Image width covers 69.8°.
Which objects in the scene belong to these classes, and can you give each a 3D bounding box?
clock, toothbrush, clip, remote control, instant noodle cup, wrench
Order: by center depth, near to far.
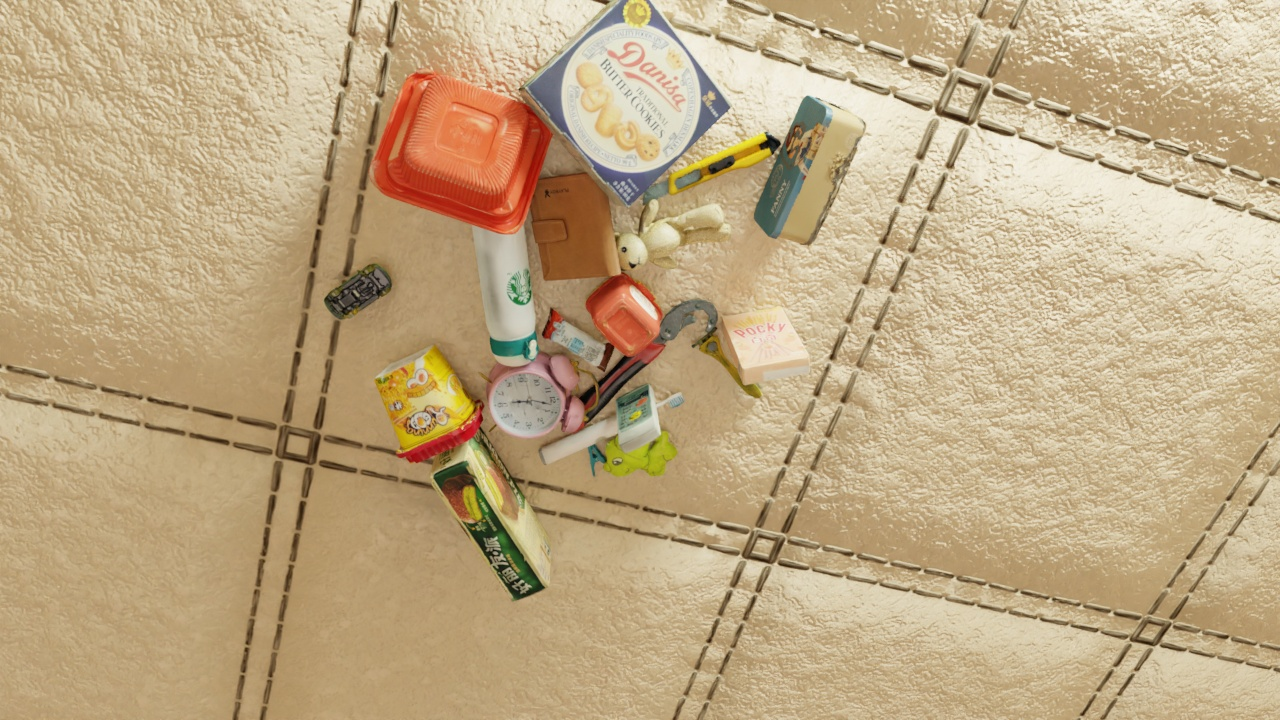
[{"bbox_3d":[-0.203,-0.249,1.058,0.188,0.079,0.164,17,78,-9],"label":"instant noodle cup"},{"bbox_3d":[-0.284,0.054,1.220,0.116,0.116,0.124,-24,103,7],"label":"instant noodle cup"},{"bbox_3d":[-0.005,0.075,1.230,0.056,0.135,0.019,-27,113,9],"label":"remote control"},{"bbox_3d":[-0.134,0.047,1.246,0.158,0.059,0.117,-7,112,0],"label":"clock"},{"bbox_3d":[-0.007,0.007,1.261,0.274,0.016,0.056,-39,96,15],"label":"wrench"},{"bbox_3d":[-0.041,0.094,1.297,0.221,0.026,0.026,-24,77,7],"label":"toothbrush"},{"bbox_3d":[-0.063,0.142,1.326,0.034,0.013,0.055,-23,115,6],"label":"clip"}]

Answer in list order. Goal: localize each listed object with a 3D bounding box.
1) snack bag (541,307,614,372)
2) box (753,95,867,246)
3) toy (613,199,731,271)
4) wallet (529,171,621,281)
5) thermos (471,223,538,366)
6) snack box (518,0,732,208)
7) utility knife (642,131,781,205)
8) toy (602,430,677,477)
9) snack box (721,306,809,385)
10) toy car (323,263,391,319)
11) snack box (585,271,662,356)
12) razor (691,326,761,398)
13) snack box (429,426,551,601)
[{"bbox_3d":[-0.084,-0.027,1.221,0.104,0.026,0.048,28,120,6],"label":"snack bag"},{"bbox_3d":[0.203,-0.226,1.128,0.063,0.089,0.185,16,112,-19],"label":"box"},{"bbox_3d":[0.037,-0.154,1.162,0.157,0.066,0.105,-15,133,11],"label":"toy"},{"bbox_3d":[-0.084,-0.167,1.146,0.108,0.031,0.132,-2,109,22],"label":"wallet"},{"bbox_3d":[-0.170,-0.101,1.170,0.073,0.073,0.224,-5,116,-2],"label":"thermos"},{"bbox_3d":[-0.016,-0.306,1.069,0.182,0.046,0.178,-45,112,-3],"label":"snack box"},{"bbox_3d":[0.087,-0.238,1.153,0.190,0.015,0.033,-23,112,7],"label":"utility knife"},{"bbox_3d":[-0.003,0.132,1.316,0.100,0.031,0.097,30,104,-20],"label":"toy"},{"bbox_3d":[0.158,-0.022,1.184,0.084,0.157,0.026,-10,118,0],"label":"snack box"},{"bbox_3d":[-0.362,-0.090,1.179,0.091,0.036,0.043,-30,113,11],"label":"toy car"},{"bbox_3d":[-0.019,-0.058,1.196,0.082,0.080,0.091,-41,111,14],"label":"snack box"},{"bbox_3d":[0.127,0.011,1.272,0.043,0.028,0.132,-40,114,10],"label":"razor"},{"bbox_3d":[-0.205,0.213,1.293,0.063,0.114,0.240,-24,115,8],"label":"snack box"}]
